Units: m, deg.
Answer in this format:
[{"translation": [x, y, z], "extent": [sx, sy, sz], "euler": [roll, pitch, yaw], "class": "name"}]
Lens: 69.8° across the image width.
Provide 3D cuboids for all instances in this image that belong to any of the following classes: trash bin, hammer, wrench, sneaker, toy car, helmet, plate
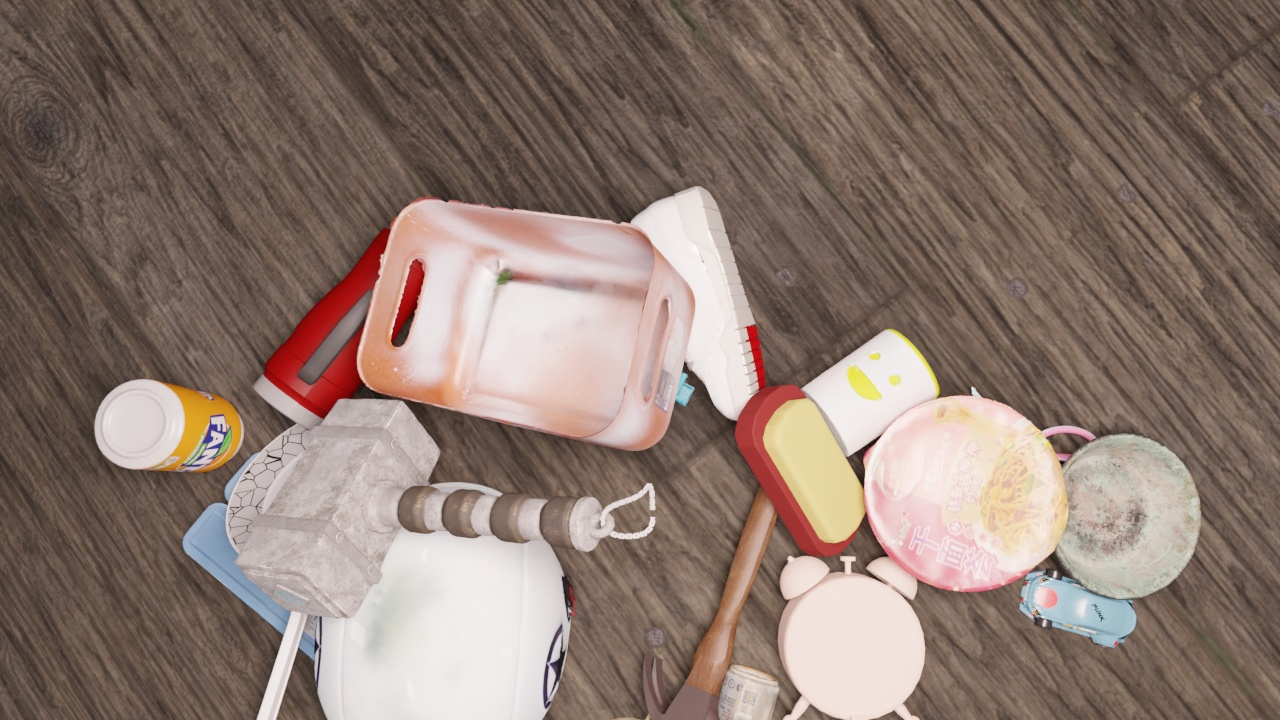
[{"translation": [-0.096, -0.027, 0.832], "extent": [0.260, 0.157, 0.181], "euler": [10, 82, 21], "class": "trash bin"}, {"translation": [-0.143, 0.119, 0.716], "extent": [0.327, 0.079, 0.176], "euler": [0, 48, 26], "class": "hammer"}, {"translation": [0.095, 0.204, 0.874], "extent": [0.115, 0.033, 0.322], "euler": [11, 71, 37], "class": "hammer"}, {"translation": [-0.333, 0.288, 0.850], "extent": [0.018, 0.066, 0.273], "euler": [16, 85, 1], "class": "wrench"}, {"translation": [0.049, -0.045, 0.908], "extent": [0.104, 0.090, 0.236], "euler": [-17, 90, 19], "class": "sneaker"}, {"translation": [0.427, 0.239, 0.887], "extent": [0.108, 0.027, 0.060], "euler": [16, 82, 2], "class": "toy car"}, {"translation": [-0.177, 0.233, 0.813], "extent": [0.236, 0.164, 0.263], "euler": [6, 76, -4], "class": "helmet"}, {"translation": [-0.298, 0.117, 0.866], "extent": [0.189, 0.016, 0.188], "euler": [-11, 43, 10], "class": "plate"}]

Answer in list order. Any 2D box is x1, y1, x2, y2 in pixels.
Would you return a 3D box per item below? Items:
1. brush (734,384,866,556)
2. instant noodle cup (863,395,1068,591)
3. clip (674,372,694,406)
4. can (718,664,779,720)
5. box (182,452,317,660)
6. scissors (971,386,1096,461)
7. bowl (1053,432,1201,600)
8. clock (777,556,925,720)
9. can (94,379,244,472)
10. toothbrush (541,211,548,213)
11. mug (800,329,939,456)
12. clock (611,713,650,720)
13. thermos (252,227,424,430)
[{"translation": [0.158, 0.103, 0.859], "extent": [0.082, 0.042, 0.173], "euler": [-43, 110, -32], "class": "brush"}, {"translation": [0.298, 0.124, 0.873], "extent": [0.179, 0.077, 0.178], "euler": [-1, 85, 6], "class": "instant noodle cup"}, {"translation": [-0.003, 0.008, 0.918], "extent": [0.120, 0.104, 0.027], "euler": [26, 81, 11], "class": "clip"}, {"translation": [0.088, 0.359, 0.859], "extent": [0.054, 0.054, 0.135], "euler": [16, 82, 2], "class": "can"}, {"translation": [-0.336, 0.195, 0.901], "extent": [0.209, 0.021, 0.125], "euler": [38, 85, 5], "class": "box"}, {"translation": [0.372, 0.112, 0.913], "extent": [0.170, 0.014, 0.173], "euler": [7, 82, 0], "class": "scissors"}, {"translation": [0.456, 0.148, 0.886], "extent": [0.157, 0.038, 0.157], "euler": [0, 88, -7], "class": "bowl"}, {"translation": [0.199, 0.265, 0.862], "extent": [0.131, 0.086, 0.160], "euler": [1, 76, 0], "class": "clock"}, {"translation": [-0.434, 0.064, 0.857], "extent": [0.079, 0.142, 0.079], "euler": [0, 82, 0], "class": "can"}, {"translation": [-0.099, -0.072, 0.939], "extent": [0.016, 0.016, 0.166], "euler": [0, 81, 1], "class": "toothbrush"}, {"translation": [0.221, 0.032, 0.890], "extent": [0.106, 0.082, 0.082], "euler": [-34, 83, -3], "class": "mug"}, {"translation": [-0.028, 0.397, 0.855], "extent": [0.140, 0.054, 0.093], "euler": [-34, 83, -6], "class": "clock"}, {"translation": [-0.281, -0.030, 0.889], "extent": [0.084, 0.108, 0.198], "euler": [39, 81, -12], "class": "thermos"}]
